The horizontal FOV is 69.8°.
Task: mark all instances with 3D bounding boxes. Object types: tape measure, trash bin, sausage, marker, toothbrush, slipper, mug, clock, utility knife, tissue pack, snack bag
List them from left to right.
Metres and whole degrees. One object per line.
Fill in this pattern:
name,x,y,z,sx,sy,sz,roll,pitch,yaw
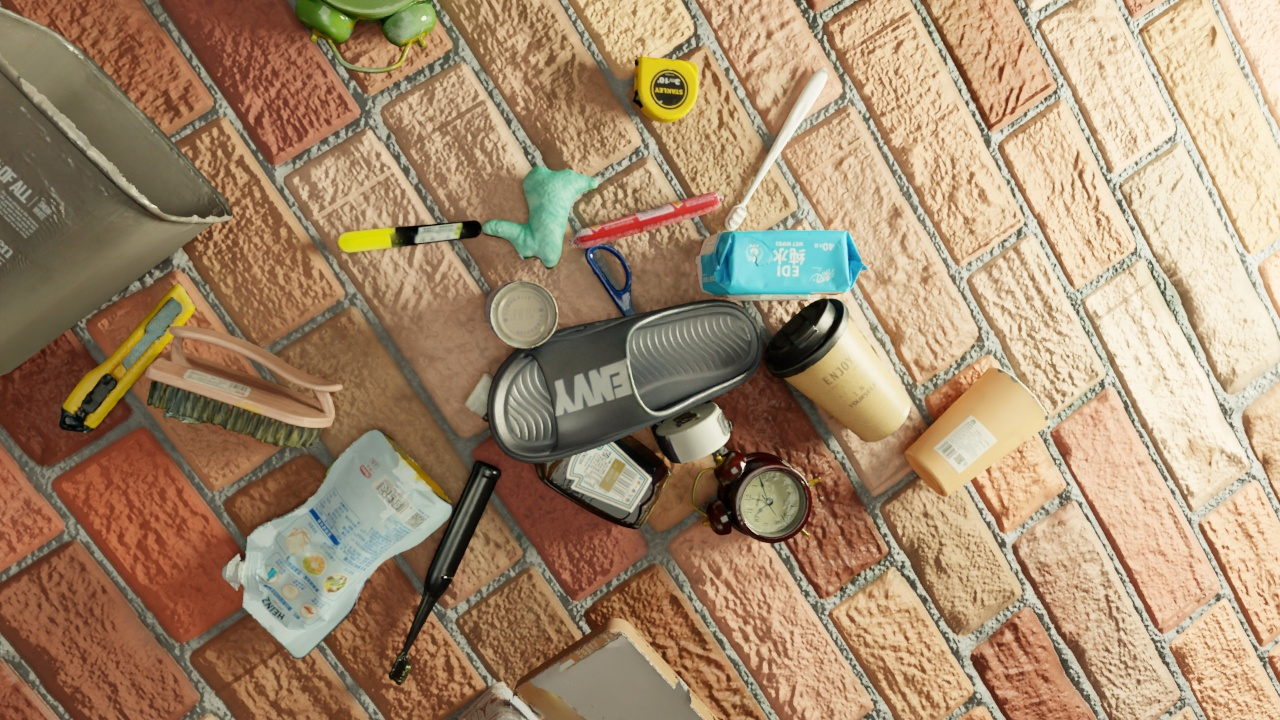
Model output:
trash bin,-0.465,-0.109,0.666,0.220,0.198,0.199,-41,101,-1
utility knife,-0.429,-0.001,0.765,0.033,0.015,0.154,40,86,-15
snack bag,-0.265,0.159,0.802,0.191,0.039,0.110,-43,107,-4
clock,-0.228,-0.321,0.762,0.116,0.056,0.161,-1,94,-11
marker,-0.201,-0.110,0.806,0.124,0.015,0.018,-9,97,-14
toothbrush,-0.179,0.192,0.827,0.026,0.027,0.212,25,89,-51
slipper,-0.005,0.005,0.798,0.267,0.083,0.110,-18,84,-18
sausage,0.007,-0.129,0.842,0.155,0.020,0.020,-18,98,-14
tape measure,0.022,-0.246,0.834,0.060,0.029,0.057,1,93,-12
tape measure,0.049,0.066,0.845,0.065,0.066,0.033,-27,103,-8
clock,0.106,0.129,0.868,0.122,0.055,0.082,11,92,-11
tissue pack,0.124,-0.086,0.837,0.140,0.090,0.063,-1,95,-12
toothbrush,0.130,-0.201,0.867,0.016,0.016,0.180,32,87,-15
mug,0.326,0.074,0.902,0.122,0.078,0.078,-40,101,-2

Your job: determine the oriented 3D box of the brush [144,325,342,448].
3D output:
brush,-0.327,0.024,0.764,0.145,0.063,0.073,20,100,-13

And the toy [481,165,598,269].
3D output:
toy,-0.091,-0.129,0.820,0.096,0.030,0.092,9,90,-10

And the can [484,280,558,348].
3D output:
can,-0.103,-0.040,0.770,0.053,0.134,0.053,-1,95,-12

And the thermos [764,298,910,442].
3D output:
thermos,0.186,0.011,0.862,0.143,0.093,0.093,43,85,-19

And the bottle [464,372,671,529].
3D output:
bottle,-0.068,0.077,0.833,0.195,0.044,0.079,33,80,-11

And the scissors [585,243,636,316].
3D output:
scissors,-0.016,-0.028,0.852,0.162,0.012,0.176,-24,100,-11

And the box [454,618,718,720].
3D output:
box,-0.064,0.362,0.823,0.272,0.106,0.178,-40,101,6
